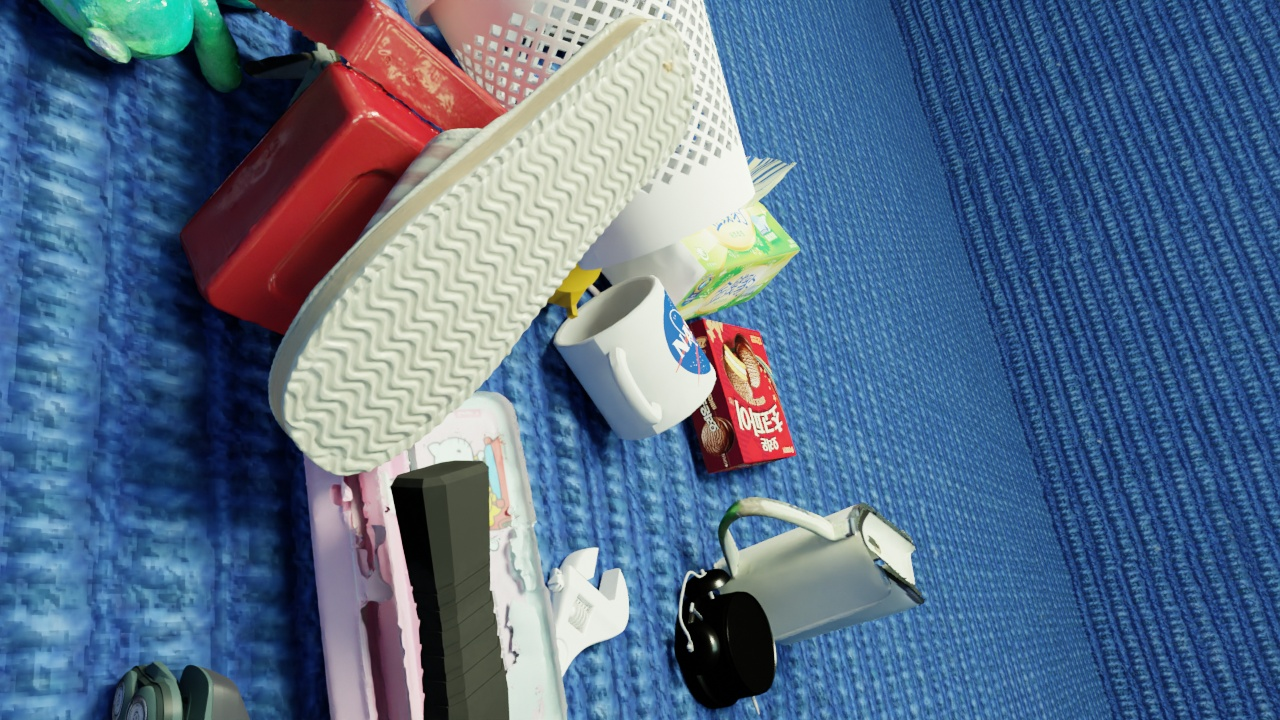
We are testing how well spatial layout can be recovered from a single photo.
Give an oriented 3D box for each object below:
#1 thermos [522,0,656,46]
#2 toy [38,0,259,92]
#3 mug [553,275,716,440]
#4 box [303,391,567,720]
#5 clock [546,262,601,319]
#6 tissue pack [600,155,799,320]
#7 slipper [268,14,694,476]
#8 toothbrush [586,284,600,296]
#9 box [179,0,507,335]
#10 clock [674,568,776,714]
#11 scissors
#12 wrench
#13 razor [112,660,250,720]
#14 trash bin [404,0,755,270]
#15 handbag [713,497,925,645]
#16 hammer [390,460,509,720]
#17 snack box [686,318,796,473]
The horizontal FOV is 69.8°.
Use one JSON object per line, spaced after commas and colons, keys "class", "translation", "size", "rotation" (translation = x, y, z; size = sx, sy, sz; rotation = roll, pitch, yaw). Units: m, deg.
{"class": "thermos", "translation": [-0.067, -0.317, 0.802], "size": [0.239, 0.082, 0.082], "rotation": [-29, 97, -61]}
{"class": "toy", "translation": [-0.238, -0.199, 0.455], "size": [0.131, 0.072, 0.193], "rotation": [56, 22, -21]}
{"class": "mug", "translation": [-0.004, 0.004, 0.681], "size": [0.090, 0.091, 0.121], "rotation": [57, 14, -21]}
{"class": "box", "translation": [-0.114, 0.109, 0.478], "size": [0.153, 0.067, 0.201], "rotation": [19, 56, -60]}
{"class": "clock", "translation": [-0.067, -0.099, 0.690], "size": [0.099, 0.044, 0.129], "rotation": [22, 60, -34]}
{"class": "tissue pack", "translation": [0.067, -0.121, 0.792], "size": [0.120, 0.142, 0.197], "rotation": [48, 32, 7]}
{"class": "slipper", "translation": [-0.071, -0.062, 0.432], "size": [0.262, 0.052, 0.115], "rotation": [-49, 148, -16]}
{"class": "toothbrush", "translation": [-0.009, -0.034, 0.785], "size": [0.181, 0.018, 0.015], "rotation": [45, 33, -38]}
{"class": "box", "translation": [-0.146, -0.090, 0.491], "size": [0.156, 0.157, 0.170], "rotation": [32, 88, -52]}
{"class": "clock", "translation": [0.062, 0.216, 0.716], "size": [0.121, 0.043, 0.091], "rotation": [53, 33, -27]}
{"class": "scissors", "translation": [-0.180, -0.194, 0.581], "size": [0.185, 0.015, 0.179], "rotation": [29, 48, -59]}
{"class": "wrench", "translation": [-0.069, 0.202, 0.530], "size": [0.066, 0.018, 0.272], "rotation": [62, 31, -14]}
{"class": "razor", "translation": [-0.156, 0.175, 0.376], "size": [0.143, 0.047, 0.052], "rotation": [54, 57, -31]}
{"class": "trash bin", "translation": [-0.022, -0.179, 0.613], "size": [0.199, 0.196, 0.195], "rotation": [66, 29, -16]}
{"class": "handbag", "translation": [0.128, 0.170, 0.751], "size": [0.176, 0.152, 0.073], "rotation": [41, 36, -34]}
{"class": "hammer", "translation": [-0.071, 0.210, 0.411], "size": [0.131, 0.039, 0.328], "rotation": [-13, 98, -58]}
{"class": "snack box", "translation": [0.091, 0.035, 0.878], "size": [0.152, 0.036, 0.132], "rotation": [6, 67, -63]}
